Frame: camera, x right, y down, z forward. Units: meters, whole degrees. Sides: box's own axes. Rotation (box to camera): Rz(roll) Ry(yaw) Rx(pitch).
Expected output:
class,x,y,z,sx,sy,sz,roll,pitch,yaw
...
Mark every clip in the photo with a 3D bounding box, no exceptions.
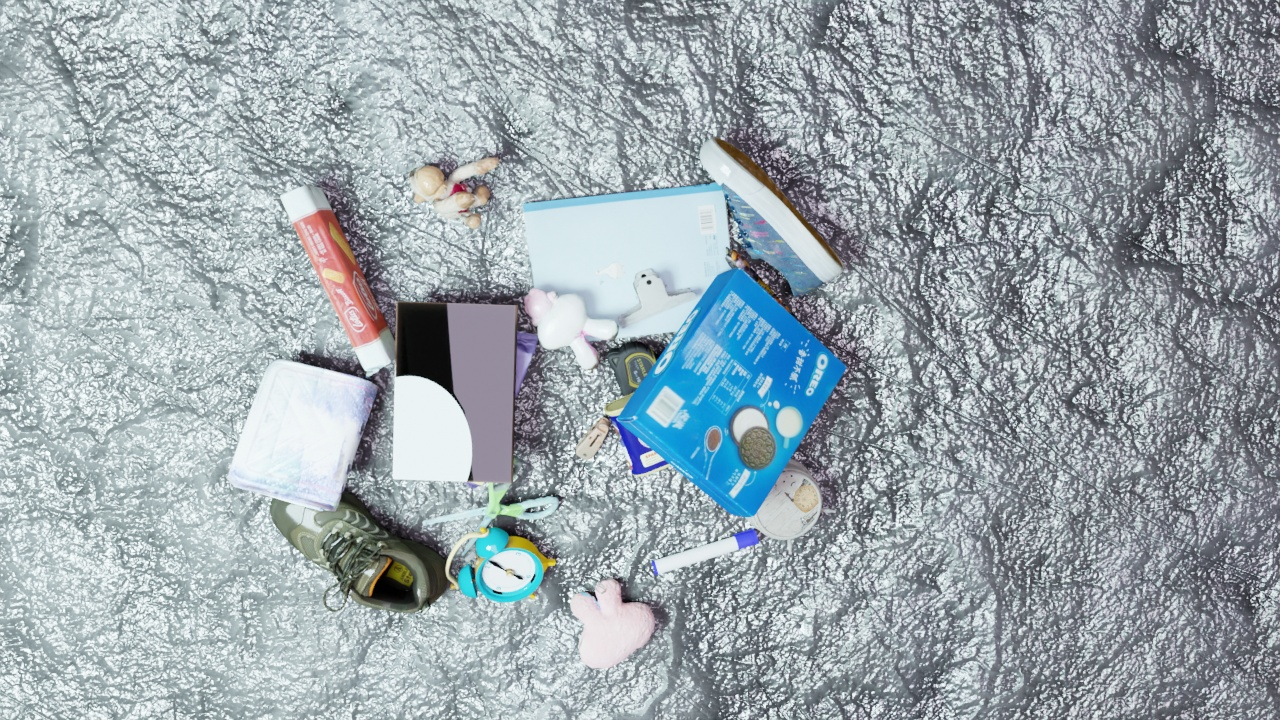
class,x,y,z,sx,sy,sz,roll,pitch,yaw
clip,0.013,-0.085,1.138,0.101,0.045,0.055,-22,108,-4
clip,-0.059,0.096,1.163,0.026,0.059,0.052,29,54,-11

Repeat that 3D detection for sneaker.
class,x,y,z,sx,sy,sz,roll,pitch,yaw
sneaker,0.147,-0.172,1.128,0.079,0.087,0.235,-41,106,21
sneaker,-0.343,0.239,1.085,0.238,0.143,0.101,33,93,-10

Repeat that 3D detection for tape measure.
class,x,y,z,sx,sy,sz,roll,pitch,yaw
tape measure,-0.007,0.007,1.148,0.061,0.034,0.062,-19,112,0

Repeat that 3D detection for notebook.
class,x,y,z,sx,sy,sz,roll,pitch,yaw
notebook,-0.010,-0.119,1.142,0.253,0.009,0.181,-7,99,-5
notebook,-0.217,0.038,1.077,0.141,0.008,0.209,2,93,1

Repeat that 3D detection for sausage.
class,x,y,z,sx,sy,sz,roll,pitch,yaw
sausage,0.156,-0.086,1.157,0.020,0.020,0.155,-45,105,1

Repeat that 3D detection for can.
class,x,y,z,sx,sy,sz,roll,pitch,yaw
can,0.025,0.082,1.152,0.116,0.056,0.092,-22,101,-4

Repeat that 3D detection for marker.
class,x,y,z,sx,sy,sz,roll,pitch,yaw
marker,0.084,0.251,1.202,0.141,0.020,0.020,-16,100,-4

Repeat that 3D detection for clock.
class,x,y,z,sx,sy,sz,roll,pitch,yaw
clock,0.170,0.167,1.179,0.103,0.061,0.157,-43,103,1
clock,-0.178,0.259,1.151,0.129,0.043,0.099,22,108,-23

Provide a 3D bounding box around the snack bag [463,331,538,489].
class,x,y,z,sx,sy,sz,roll,pitch,yaw
snack bag,-0.204,0.048,1.119,0.096,0.058,0.205,22,92,-12

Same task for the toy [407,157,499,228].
class,x,y,z,sx,sy,sz,roll,pitch,yaw
toy,-0.225,-0.207,1.080,0.106,0.074,0.085,15,64,11

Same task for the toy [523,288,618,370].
class,x,y,z,sx,sy,sz,roll,pitch,yaw
toy,-0.089,-0.045,1.121,0.122,0.038,0.079,35,106,-10

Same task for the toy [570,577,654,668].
class,x,y,z,sx,sy,sz,roll,pitch,yaw
toy,-0.041,0.337,1.185,0.108,0.053,0.105,-30,90,-2

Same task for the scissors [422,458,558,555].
class,x,y,z,sx,sy,sz,roll,pitch,yaw
scissors,-0.179,0.187,1.137,0.172,0.023,0.172,9,127,-38

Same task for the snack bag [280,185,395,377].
class,x,y,z,sx,sy,sz,roll,pitch,yaw
snack bag,-0.347,-0.094,1.070,0.041,0.077,0.225,-25,100,0

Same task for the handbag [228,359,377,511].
class,x,y,z,sx,sy,sz,roll,pitch,yaw
handbag,-0.388,0.088,1.071,0.126,0.069,0.158,13,73,5

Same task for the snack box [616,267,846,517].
class,x,y,z,sx,sy,sz,roll,pitch,yaw
snack box,0.116,0.038,1.112,0.195,0.056,0.238,41,70,-15
